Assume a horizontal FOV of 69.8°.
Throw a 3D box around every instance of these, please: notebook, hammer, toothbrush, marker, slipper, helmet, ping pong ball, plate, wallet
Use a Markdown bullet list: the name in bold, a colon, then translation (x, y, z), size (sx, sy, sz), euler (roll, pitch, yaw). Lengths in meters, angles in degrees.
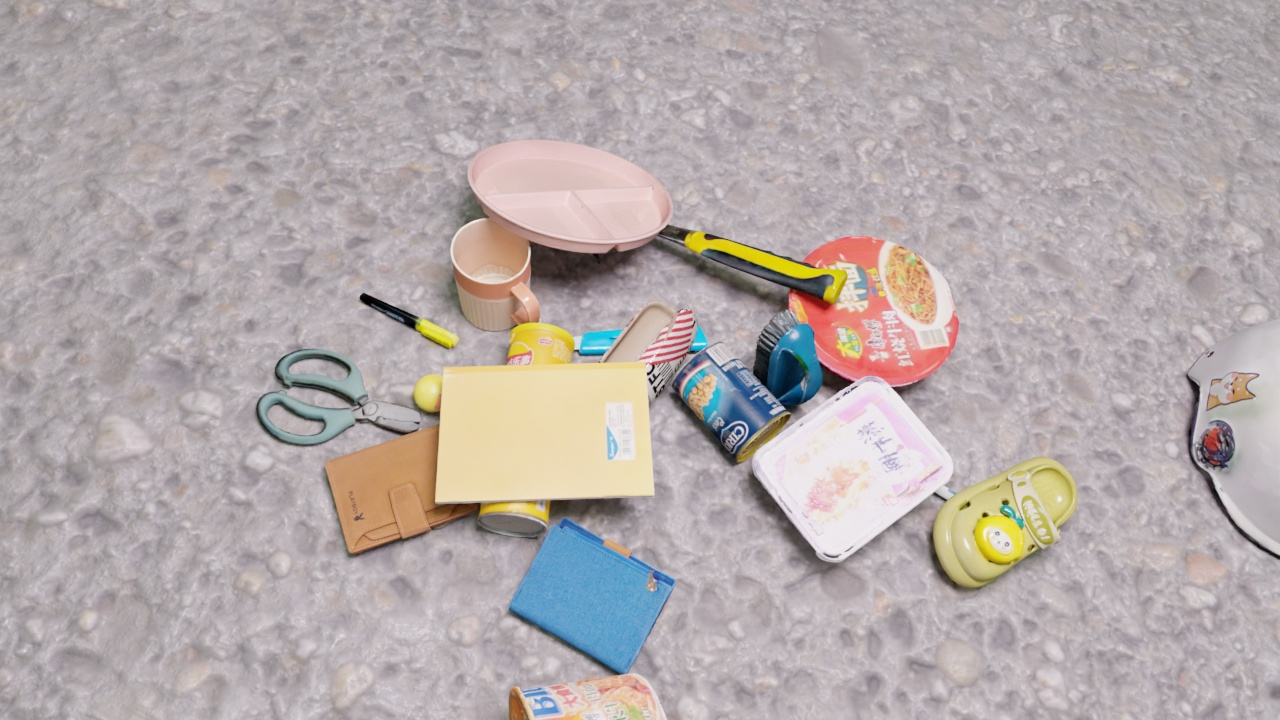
- **notebook**: translation (-0.093, 0.068, 0.895), size (0.206, 0.010, 0.145), euler (-2, 62, -3)
- **hammer**: translation (0.075, -0.129, 1.046), size (0.323, 0.032, 0.126), euler (22, 64, 22)
- **toothbrush**: translation (0.273, 0.112, 0.990), size (0.191, 0.016, 0.018), euler (32, 74, 11)
- **marker**: translation (-0.258, -0.045, 1.016), size (0.124, 0.018, 0.015), euler (25, 57, 8)
- **slipper**: translation (0.384, 0.156, 0.935), size (0.190, 0.082, 0.091), euler (-26, 82, -22)
- **helmet**: translation (0.736, 0.066, 0.981), size (0.230, 0.157, 0.273), euler (10, 62, 0)
- **ping pong ball**: translation (-0.218, 0.034, 0.965), size (0.040, 0.040, 0.040), euler (2, 62, -5)
- **plate**: translation (-0.078, -0.183, 1.019), size (0.229, 0.028, 0.229), euler (10, 37, -8)
- **wallet**: translation (-0.240, 0.127, 0.922), size (0.131, 0.031, 0.107), euler (-18, 64, -13)
- **wallet**: translation (-0.046, 0.225, 0.886), size (0.133, 0.040, 0.106), euler (27, 72, 8)

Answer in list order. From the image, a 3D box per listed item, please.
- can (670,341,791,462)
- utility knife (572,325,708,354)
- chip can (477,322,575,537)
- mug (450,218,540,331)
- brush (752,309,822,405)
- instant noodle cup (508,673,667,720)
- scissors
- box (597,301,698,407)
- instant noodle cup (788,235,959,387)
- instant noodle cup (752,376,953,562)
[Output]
- **can**: translation (0.094, 0.042, 0.974), size (0.075, 0.075, 0.111), euler (-34, 70, -21)
- **utility knife**: translation (-0.004, -0.022, 1.030), size (0.159, 0.018, 0.034), euler (-3, 63, -6)
- **chip can**: translation (-0.114, 0.069, 0.941), size (0.072, 0.072, 0.213), euler (6, 62, -3)
- **mug**: translation (-0.150, -0.080, 0.995), size (0.081, 0.106, 0.114), euler (-39, 72, -22)
- **brush**: translation (0.158, 0.007, 0.959), size (0.055, 0.144, 0.073), euler (-34, 65, -14)
- **instant noodle cup**: translation (-0.039, 0.338, 0.772), size (0.111, 0.152, 0.151), euler (-9, 63, -19)
- **scissors**: translation (-0.318, 0.062, 0.953), size (0.185, 0.019, 0.129), euler (31, 64, 12)
- **box**: translation (-0.009, 0.005, 0.986), size (0.087, 0.076, 0.162), euler (25, 72, 32)
- **instant noodle cup**: translation (0.257, -0.045, 1.042), size (0.194, 0.066, 0.193), euler (2, 62, -4)
- **instant noodle cup**: translation (0.214, 0.114, 0.948), size (0.173, 0.060, 0.138), euler (-33, 72, -13)
